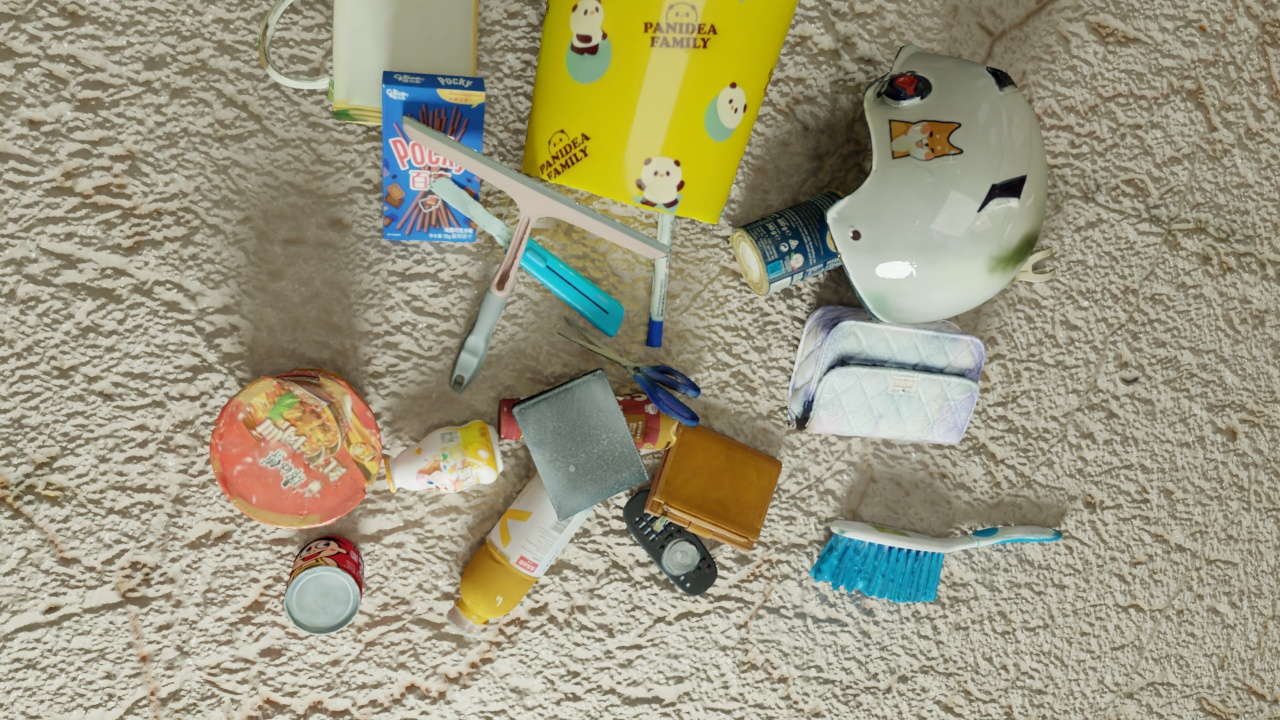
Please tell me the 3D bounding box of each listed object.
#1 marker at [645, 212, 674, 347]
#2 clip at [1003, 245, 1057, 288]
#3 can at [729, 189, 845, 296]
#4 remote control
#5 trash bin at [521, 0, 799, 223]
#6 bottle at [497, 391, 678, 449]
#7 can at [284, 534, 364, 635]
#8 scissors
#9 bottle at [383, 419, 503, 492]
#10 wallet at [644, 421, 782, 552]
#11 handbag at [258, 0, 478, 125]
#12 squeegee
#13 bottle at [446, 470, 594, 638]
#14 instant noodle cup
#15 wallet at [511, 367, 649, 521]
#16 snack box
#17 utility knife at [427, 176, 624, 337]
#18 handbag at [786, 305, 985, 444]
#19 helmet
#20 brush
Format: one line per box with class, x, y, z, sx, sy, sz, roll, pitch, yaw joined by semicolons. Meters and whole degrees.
marker;0.020;-0.086;0.925;0.017;0.017;0.146;3;99;-15
clip;0.414;-0.099;1.011;0.100;0.071;0.035;-15;103;-15
can;0.156;-0.117;0.924;0.111;0.075;0.075;-23;104;-10
remote control;0.030;0.191;0.971;0.053;0.024;0.136;-41;105;-11
trash bin;0.015;-0.265;0.795;0.229;0.229;0.255;11;102;-16
bottle;-0.053;0.059;0.910;0.174;0.057;0.057;2;99;-14
can;-0.292;0.205;0.855;0.066;0.094;0.066;-2;99;-14
scissors;-0.002;0.013;0.900;0.162;0.164;0.012;13;119;-42
bottle;-0.189;0.097;0.879;0.108;0.063;0.063;-13;102;-12
wallet;0.076;0.136;0.958;0.130;0.035;0.119;25;78;-18
handbag;-0.235;-0.288;0.797;0.178;0.063;0.163;1;101;-20
squeegee;-0.130;-0.067;0.839;0.247;0.040;0.250;26;124;-4
bottle;-0.121;0.189;0.909;0.068;0.068;0.189;38;89;-17
instant noodle cup;-0.301;0.070;0.821;0.137;0.108;0.138;-2;100;-14
wallet;-0.057;0.078;0.870;0.097;0.019;0.121;-24;95;-12
snack box;-0.184;-0.175;0.810;0.084;0.026;0.157;0;133;-15
utility knife;-0.102;-0.097;0.863;0.238;0.018;0.034;37;89;-31
handbag;0.260;0.019;0.971;0.193;0.075;0.134;6;111;-14
helmet;0.299;-0.161;0.862;0.230;0.157;0.273;43;66;-51
brush;0.346;0.223;1.046;0.314;0.060;0.109;13;93;-19
